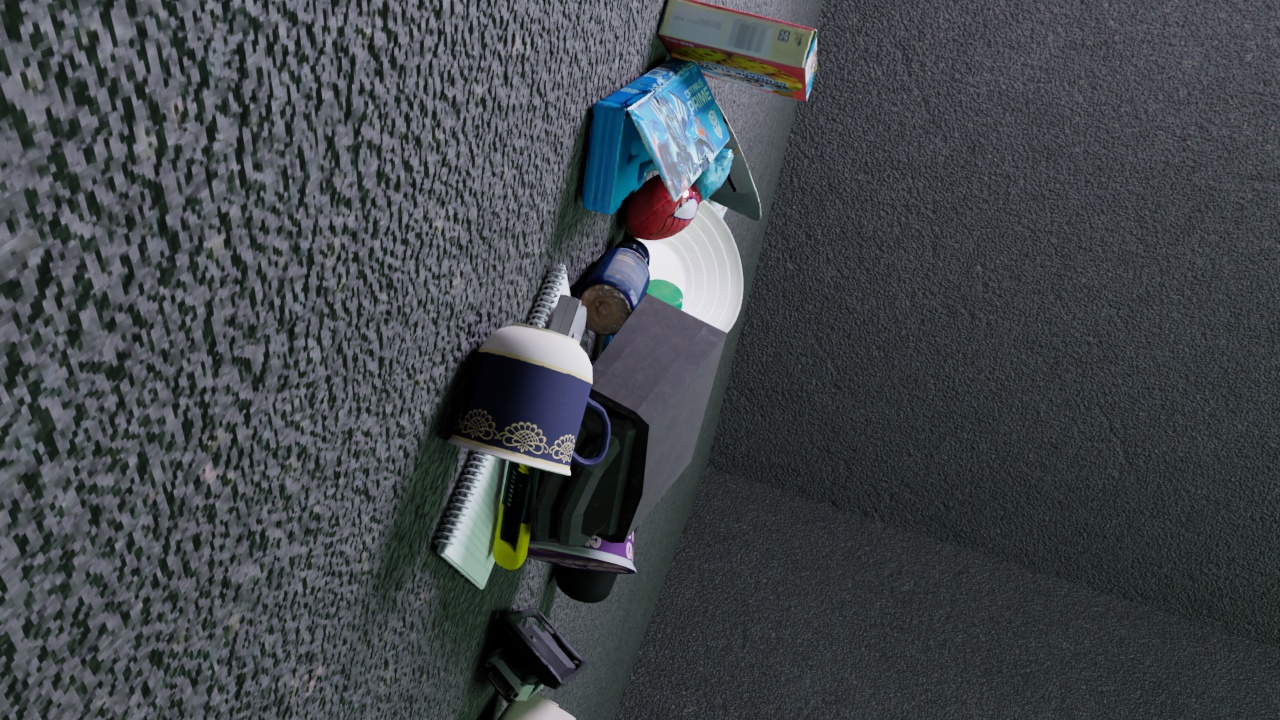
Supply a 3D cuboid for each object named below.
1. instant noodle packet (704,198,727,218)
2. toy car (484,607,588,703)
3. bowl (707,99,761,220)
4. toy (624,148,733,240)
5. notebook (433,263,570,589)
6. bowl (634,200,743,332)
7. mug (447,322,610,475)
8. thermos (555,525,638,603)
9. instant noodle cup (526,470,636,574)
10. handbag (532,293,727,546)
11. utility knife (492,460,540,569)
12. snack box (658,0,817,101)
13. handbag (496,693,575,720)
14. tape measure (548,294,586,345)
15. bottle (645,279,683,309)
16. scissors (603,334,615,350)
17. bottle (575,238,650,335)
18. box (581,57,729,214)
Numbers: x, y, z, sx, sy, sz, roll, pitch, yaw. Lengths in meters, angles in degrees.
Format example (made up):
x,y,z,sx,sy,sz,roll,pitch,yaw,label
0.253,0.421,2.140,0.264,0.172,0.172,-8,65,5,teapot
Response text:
x,y,z,sx,sy,sz,roll,pitch,yaw,label
0.069,-0.137,1.324,0.146,0.057,0.270,-43,154,-70,instant noodle packet
-0.120,0.318,0.968,0.071,0.094,0.192,-42,168,-5,toy car
0.088,-0.242,1.154,0.174,0.068,0.174,-16,83,-89,bowl
0.040,-0.168,0.934,0.133,0.062,0.092,-34,-172,1,toy
-0.103,0.061,0.771,0.178,0.013,0.245,89,20,-68,notebook
0.038,-0.101,1.039,0.176,0.058,0.176,11,74,-42,bowl
-0.066,0.028,0.632,0.086,0.111,0.089,3,-104,63,mug
-0.040,0.187,1.122,0.105,0.106,0.219,-49,159,-69,thermos
-0.058,0.139,0.917,0.136,0.122,0.121,35,59,-51,instant noodle cup
-0.030,0.075,0.791,0.198,0.102,0.198,-49,160,-39,handbag
-0.097,0.097,0.743,0.020,0.029,0.188,-61,166,-58,utility knife
0.100,-0.304,0.903,0.144,0.142,0.040,-19,125,-78,snack box
-0.163,0.484,0.976,0.198,0.101,0.194,-63,174,16,handbag
-0.061,-0.018,0.750,0.062,0.020,0.060,63,45,-81,tape measure
-0.006,0.006,0.977,0.067,0.068,0.210,-62,175,-49,bottle
-0.032,-0.006,1.076,0.131,0.022,0.070,102,8,-46,scissors
-0.021,-0.075,0.863,0.160,0.056,0.056,-71,174,-64,bottle
0.027,-0.205,0.825,0.242,0.085,0.092,-58,161,-59,box
